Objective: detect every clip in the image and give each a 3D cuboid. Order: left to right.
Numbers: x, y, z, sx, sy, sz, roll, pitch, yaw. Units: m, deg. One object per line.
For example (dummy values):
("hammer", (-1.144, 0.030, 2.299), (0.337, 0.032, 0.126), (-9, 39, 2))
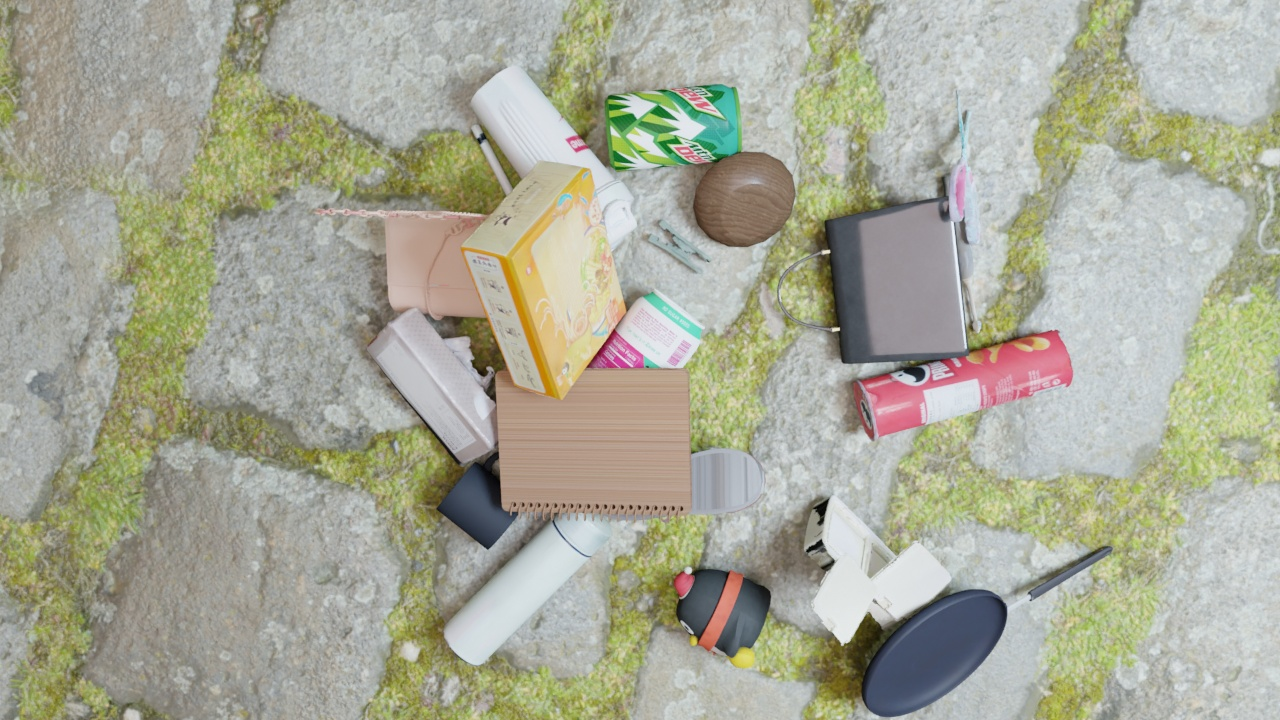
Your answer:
("clip", (0.046, -0.129, 1.057), (0.076, 0.023, 0.047), (35, 98, -1))

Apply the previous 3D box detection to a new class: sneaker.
("sneaker", (0.037, 0.142, 1.065), (0.236, 0.089, 0.099), (-1, 76, 25))

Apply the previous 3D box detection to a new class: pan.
("pan", (0.407, 0.302, 1.074), (0.356, 0.021, 0.199), (-27, 132, -9))

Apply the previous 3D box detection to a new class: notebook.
("notebook", (-0.051, 0.093, 0.997), (0.210, 0.022, 0.169), (0, 98, 10))

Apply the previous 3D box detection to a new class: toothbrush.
("toothbrush", (-0.145, -0.188, 1.058), (0.017, 0.012, 0.187), (-29, 96, -9))
("toothbrush", (0.371, -0.121, 1.052), (0.022, 0.024, 0.185), (-7, 100, 41))

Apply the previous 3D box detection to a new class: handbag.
("handbag", (-0.229, -0.099, 0.979), (0.199, 0.187, 0.116), (4, 97, 12))
("handbag", (0.254, -0.082, 1.040), (0.196, 0.072, 0.176), (-8, 97, 6))

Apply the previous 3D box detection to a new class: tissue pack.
("tissue pack", (-0.223, 0.026, 1.050), (0.181, 0.071, 0.104), (54, 140, -4))

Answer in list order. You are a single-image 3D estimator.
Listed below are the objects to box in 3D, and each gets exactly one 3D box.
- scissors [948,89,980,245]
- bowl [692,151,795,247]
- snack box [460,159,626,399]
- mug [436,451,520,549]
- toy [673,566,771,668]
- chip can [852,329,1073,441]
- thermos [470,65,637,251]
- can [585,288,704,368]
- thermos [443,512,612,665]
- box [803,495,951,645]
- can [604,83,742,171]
("scissors", (0.360, -0.202, 1.013), (0.014, 0.158, 0.172), (-5, 55, 30))
("bowl", (0.118, -0.172, 1.018), (0.118, 0.030, 0.118), (-5, 128, -7))
("snack box", (-0.097, -0.082, 0.935), (0.081, 0.144, 0.195), (15, 142, 26))
("mug", (-0.176, 0.157, 1.079), (0.077, 0.071, 0.105), (39, 74, -4))
("toy", (0.089, 0.292, 1.076), (0.119, 0.097, 0.099), (25, 80, 6))
("chip can", (0.367, 0.027, 1.046), (0.233, 0.073, 0.073), (-15, 97, 2))
("thermos", (-0.094, -0.215, 1.013), (0.099, 0.099, 0.220), (-38, 91, 5))
("can", (-0.006, 0.006, 1.041), (0.088, 0.088, 0.166), (37, 96, -4))
("thermos", (-0.134, 0.261, 1.089), (0.068, 0.068, 0.230), (44, 96, -4))
("box", (0.261, 0.235, 1.001), (0.143, 0.193, 0.101), (43, 123, -9))
("can", (0.036, -0.256, 1.009), (0.144, 0.083, 0.083), (-5, 97, 2))
